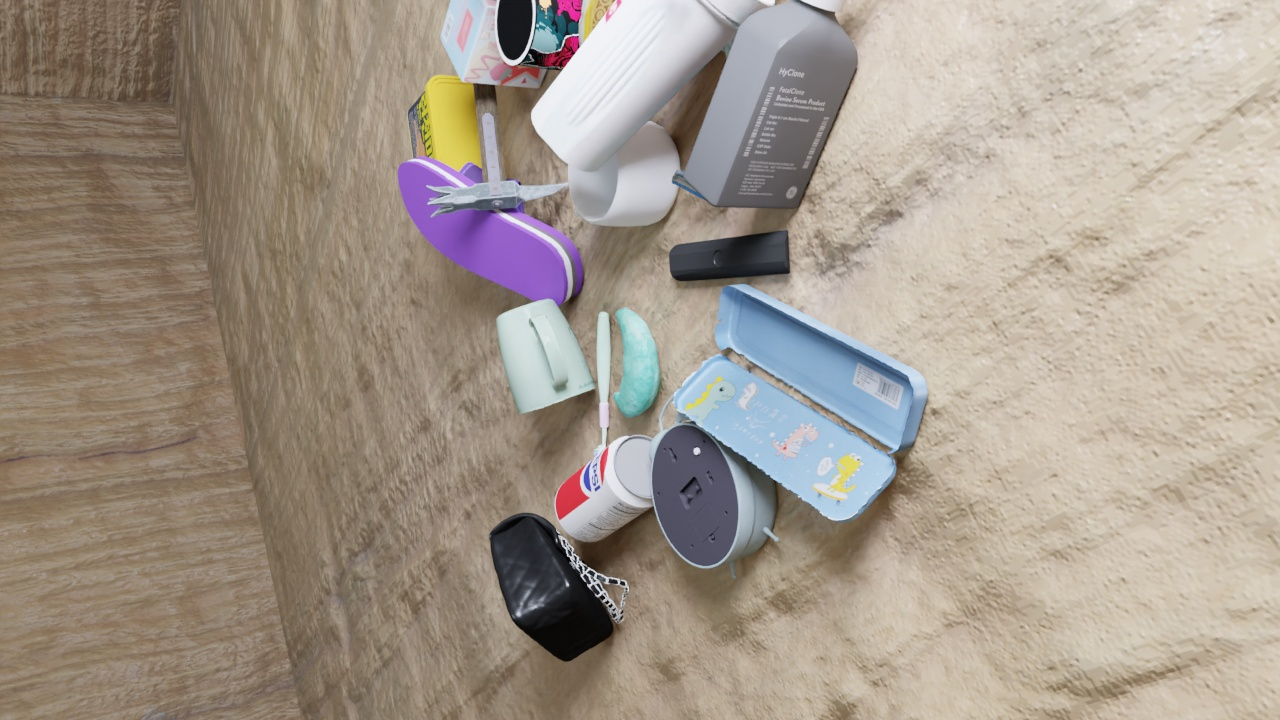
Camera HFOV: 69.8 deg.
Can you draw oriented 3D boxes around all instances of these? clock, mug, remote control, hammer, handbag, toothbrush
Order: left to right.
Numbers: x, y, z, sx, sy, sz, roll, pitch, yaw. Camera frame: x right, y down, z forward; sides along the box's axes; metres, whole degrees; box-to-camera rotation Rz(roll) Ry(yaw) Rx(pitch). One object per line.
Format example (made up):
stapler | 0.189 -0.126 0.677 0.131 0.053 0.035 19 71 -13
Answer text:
hammer | -0.168 -0.300 1.014 0.028 0.147 0.316 98 164 -64
mug | -0.098 -0.007 0.933 0.111 0.084 0.104 166 85 -74
mug | -0.076 -0.331 0.856 0.082 0.098 0.118 -5 91 56
handbag | -0.079 0.220 0.944 0.125 0.114 0.154 57 179 35
toothbrush | -0.039 0.027 0.937 0.022 0.015 0.155 -107 18 -77
mug | -0.019 -0.162 0.828 0.116 0.068 0.094 -44 59 50
clock | 0.055 0.100 0.783 0.123 0.045 0.159 -55 51 45
remote control | 0.072 -0.084 0.752 0.147 0.015 0.033 3 98 56

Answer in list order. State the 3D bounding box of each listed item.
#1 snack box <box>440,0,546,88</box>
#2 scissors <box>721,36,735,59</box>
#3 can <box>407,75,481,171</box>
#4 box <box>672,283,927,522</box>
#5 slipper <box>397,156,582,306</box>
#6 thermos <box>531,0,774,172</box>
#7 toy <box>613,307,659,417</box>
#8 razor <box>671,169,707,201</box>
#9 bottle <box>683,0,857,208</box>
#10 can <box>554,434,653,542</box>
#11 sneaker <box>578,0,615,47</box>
snack box | -0.144 -0.348 0.959 0.079 0.094 0.093 63 141 27
scissors | 0.061 -0.242 0.744 0.177 0.013 0.171 29 119 50
can | -0.237 -0.269 1.133 0.101 0.072 0.130 -12 85 59
box | 0.114 0.027 0.689 0.209 0.043 0.125 35 104 49
slipper | -0.151 -0.154 1.027 0.267 0.083 0.107 31 137 29
thermos | 0.009 -0.241 0.691 0.221 0.099 0.099 -41 60 31
toy | -0.005 0.005 0.871 0.085 0.033 0.105 -150 59 -63
razor | 0.072 -0.191 0.712 0.042 0.022 0.144 29 121 2
bottle | 0.099 -0.192 0.634 0.046 0.083 0.174 51 134 39
can | -0.027 0.125 0.887 0.132 0.070 0.070 -43 60 50
sneaker | -0.026 -0.374 0.783 0.122 0.085 0.239 45 127 35
